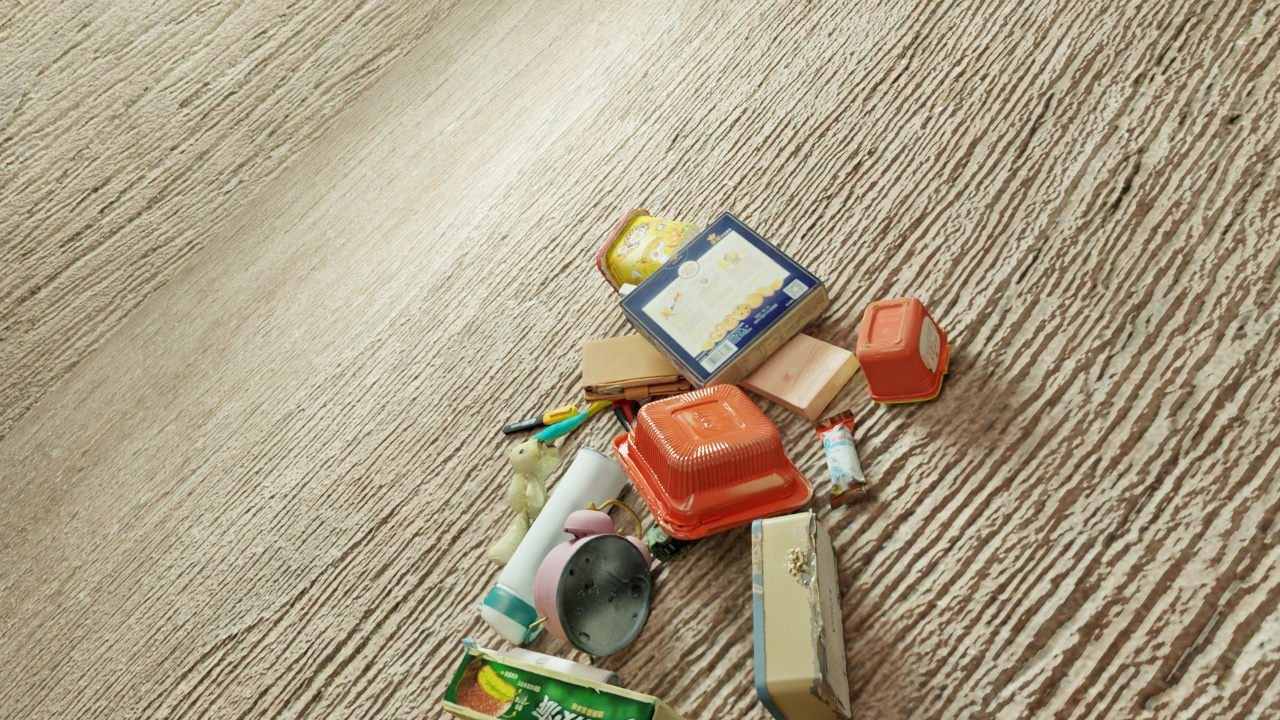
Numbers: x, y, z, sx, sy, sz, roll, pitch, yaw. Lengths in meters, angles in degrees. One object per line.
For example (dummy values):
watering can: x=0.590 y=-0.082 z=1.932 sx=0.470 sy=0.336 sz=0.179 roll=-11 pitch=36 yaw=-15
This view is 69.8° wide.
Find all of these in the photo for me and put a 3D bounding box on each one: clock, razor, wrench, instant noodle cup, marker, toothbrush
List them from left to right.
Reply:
toothbrush: x=-0.111 y=0.316 z=0.954 sx=0.221 sy=0.026 sz=0.026 roll=-1 pitch=25 yaw=40
marker: x=-0.136 y=0.080 z=1.225 sx=0.124 sy=0.015 sz=0.018 roll=-17 pitch=38 yaw=30
razor: x=-0.082 y=0.071 z=1.176 sx=0.132 sy=0.028 sz=0.043 roll=-34 pitch=49 yaw=-2
clock: x=-0.043 y=0.216 z=0.928 sx=0.060 sy=0.117 sz=0.158 roll=-7 pitch=49 yaw=51
wrench: x=-0.007 y=0.067 z=1.109 sx=0.056 sy=0.016 sz=0.273 roll=-16 pitch=42 yaw=-9
instant noodle cup: x=0.027 y=-0.131 z=1.217 sx=0.124 sy=0.116 sz=0.116 roll=10 pitch=59 yaw=46
instant noodle cup: x=0.070 y=0.093 z=0.939 sx=0.164 sy=0.079 sz=0.188 roll=-15 pitch=34 yaw=-17

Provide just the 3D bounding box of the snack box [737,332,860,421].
snack box: x=0.162 y=0.006 z=1.038 sx=0.084 sy=0.026 sz=0.157 roll=-48 pitch=38 yaw=-11

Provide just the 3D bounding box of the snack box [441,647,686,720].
snack box: x=-0.058 y=0.327 z=0.825 sx=0.241 sy=0.114 sz=0.063 roll=-2 pitch=52 yaw=39

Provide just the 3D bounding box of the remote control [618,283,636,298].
remote control: x=0.036 y=-0.065 z=1.169 sx=0.135 sy=0.056 sz=0.019 roll=17 pitch=67 yaw=33

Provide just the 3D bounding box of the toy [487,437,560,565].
toy: x=-0.139 y=0.167 z=1.081 sx=0.066 sy=0.105 sz=0.157 roll=18 pitch=81 yaw=4

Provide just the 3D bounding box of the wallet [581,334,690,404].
wallet: x=-0.007 y=0.007 z=1.141 sx=0.132 sy=0.031 sz=0.107 roll=-8 pitch=41 yaw=2

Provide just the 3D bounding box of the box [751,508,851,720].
box: x=0.137 y=0.224 z=0.786 sx=0.063 sy=0.090 sz=0.183 roll=-13 pitch=43 yaw=22

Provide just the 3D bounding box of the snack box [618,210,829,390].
snack box: x=0.094 y=-0.067 z=1.077 sx=0.178 sy=0.046 sz=0.182 roll=-41 pitch=51 yaw=-5

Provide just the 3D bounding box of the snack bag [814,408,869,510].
snack bag: x=0.200 y=0.098 z=0.913 sx=0.048 sy=0.026 sz=0.104 roll=-32 pitch=36 yaw=30

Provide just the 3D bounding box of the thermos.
thermos: x=-0.094 y=0.207 z=1.021 sx=0.073 sy=0.073 sz=0.223 roll=10 pitch=59 yaw=45

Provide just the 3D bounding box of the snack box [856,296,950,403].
snack box: x=0.263 y=-0.012 z=0.927 sx=0.082 sy=0.080 sz=0.091 roll=-6 pitch=48 yaw=35

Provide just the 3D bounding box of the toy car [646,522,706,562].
toy car: x=0.048 y=0.171 z=0.953 sx=0.091 sy=0.043 sz=0.036 roll=-36 pitch=37 yaw=4
